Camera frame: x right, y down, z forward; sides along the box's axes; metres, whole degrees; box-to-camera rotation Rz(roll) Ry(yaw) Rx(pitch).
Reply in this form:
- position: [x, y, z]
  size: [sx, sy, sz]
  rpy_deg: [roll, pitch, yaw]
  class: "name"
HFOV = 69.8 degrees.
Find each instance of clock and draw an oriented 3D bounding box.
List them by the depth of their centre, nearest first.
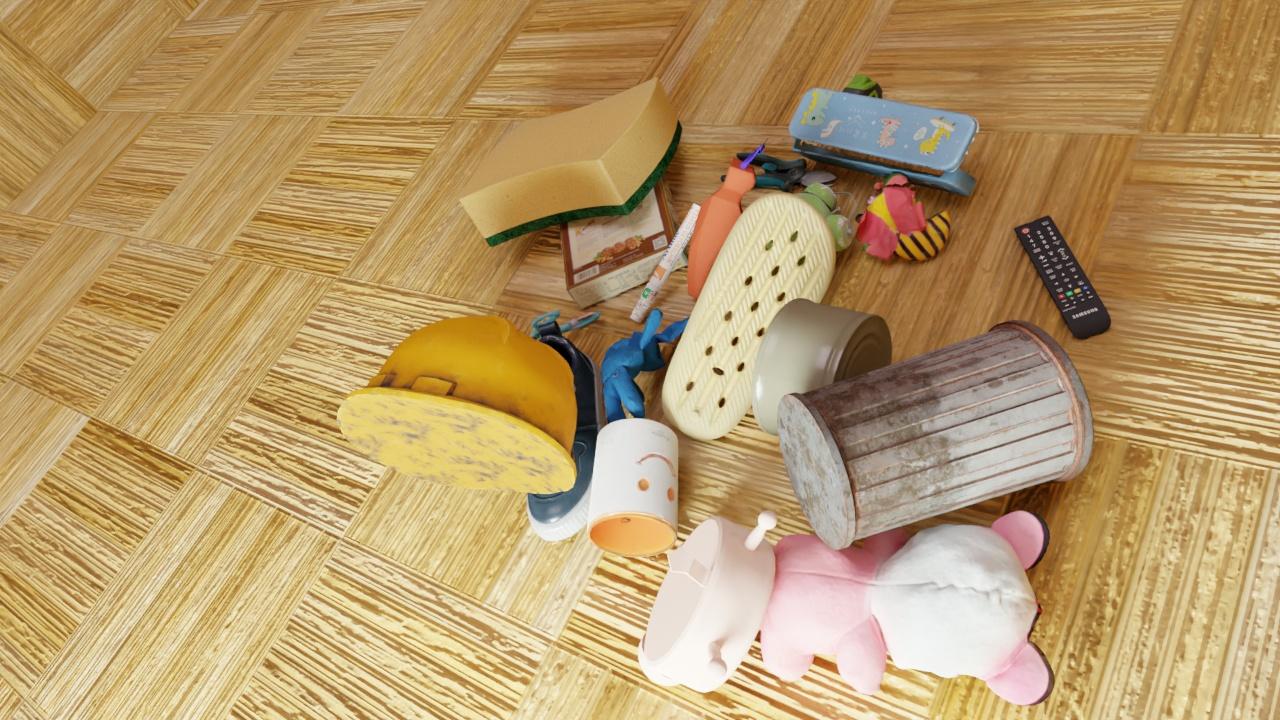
- position: [0.044, 0.189, 0.734]
  size: [0.086, 0.161, 0.130]
  rpy_deg: [24, 65, -1]
  class: "clock"
- position: [0.174, -0.138, 0.974]
  size: [0.119, 0.042, 0.094]
  rpy_deg: [-32, 46, 17]
  class: "clock"

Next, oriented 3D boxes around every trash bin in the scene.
- position: [0.227, 0.055, 0.704]
  size: [0.211, 0.131, 0.130]
  rpy_deg: [-16, 46, -9]
  class: "trash bin"

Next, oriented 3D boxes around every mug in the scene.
- position: [-0.005, 0.119, 0.861]
  size: [0.082, 0.082, 0.105]
  rpy_deg: [-14, 49, 21]
  class: "mug"

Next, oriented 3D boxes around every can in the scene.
- position: [0.163, 0.014, 0.814]
  size: [0.073, 0.128, 0.127]
  rpy_deg: [15, 64, 35]
  class: "can"

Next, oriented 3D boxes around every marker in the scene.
- position: [0.030, -0.108, 1.027]
  size: [0.017, 0.017, 0.145]
  rpy_deg: [38, 102, 43]
  class: "marker"

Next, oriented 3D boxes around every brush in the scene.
- position: [-0.086, -0.248, 1.153]
  size: [0.251, 0.075, 0.194]
  rpy_deg: [-7, 39, 34]
  class: "brush"

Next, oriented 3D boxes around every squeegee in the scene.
- position: [0.090, -0.154, 0.989]
  size: [0.055, 0.249, 0.185]
  rpy_deg: [20, 106, 3]
  class: "squeegee"

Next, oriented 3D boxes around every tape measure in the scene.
- position: [0.247, -0.290, 1.049]
  size: [0.036, 0.058, 0.065]
  rpy_deg: [23, 72, 40]
  class: "tape measure"

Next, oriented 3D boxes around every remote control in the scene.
- position: [0.382, -0.080, 0.836]
  size: [0.033, 0.015, 0.146]
  rpy_deg: [-21, 48, 15]
  class: "remote control"

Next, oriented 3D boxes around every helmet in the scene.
- position: [-0.151, 0.029, 0.850]
  size: [0.256, 0.205, 0.131]
  rpy_deg: [-12, 52, 47]
  class: "helmet"

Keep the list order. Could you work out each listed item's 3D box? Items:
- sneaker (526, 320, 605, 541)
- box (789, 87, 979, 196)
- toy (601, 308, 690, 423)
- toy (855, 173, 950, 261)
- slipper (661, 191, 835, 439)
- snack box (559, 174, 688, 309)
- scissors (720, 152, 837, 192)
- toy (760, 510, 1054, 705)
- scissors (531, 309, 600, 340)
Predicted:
- position: [-0.087, 0.067, 0.945]
  size: [0.089, 0.087, 0.235]
  rpy_deg: [-18, 49, 19]
  class: "sneaker"
- position: [0.259, -0.237, 0.972]
  size: [0.210, 0.072, 0.079]
  rpy_deg: [25, 103, 41]
  class: "box"
- position: [-0.006, 0.006, 0.949]
  size: [0.113, 0.071, 0.175]
  rpy_deg: [-36, 15, 36]
  class: "toy"
- position: [0.261, -0.140, 0.931]
  size: [0.103, 0.046, 0.084]
  rpy_deg: [39, 98, 35]
  class: "toy"
- position: [0.109, -0.039, 0.924]
  size: [0.111, 0.079, 0.261]
  rpy_deg: [28, 85, 9]
  class: "slipper"
- position: [-0.024, -0.149, 1.109]
  size: [0.143, 0.041, 0.146]
  rpy_deg: [-22, 48, 14]
  class: "snack box"
- position: [0.160, -0.222, 1.075]
  size: [0.131, 0.019, 0.149]
  rpy_deg: [-23, 46, 14]
  class: "scissors"
- position: [0.196, 0.181, 0.693]
  size: [0.214, 0.084, 0.141]
  rpy_deg: [-4, 50, 30]
  class: "toy"
- position: [-0.114, -0.031, 1.040]
  size: [0.138, 0.120, 0.015]
  rpy_deg: [-27, 78, 5]
  class: "scissors"
